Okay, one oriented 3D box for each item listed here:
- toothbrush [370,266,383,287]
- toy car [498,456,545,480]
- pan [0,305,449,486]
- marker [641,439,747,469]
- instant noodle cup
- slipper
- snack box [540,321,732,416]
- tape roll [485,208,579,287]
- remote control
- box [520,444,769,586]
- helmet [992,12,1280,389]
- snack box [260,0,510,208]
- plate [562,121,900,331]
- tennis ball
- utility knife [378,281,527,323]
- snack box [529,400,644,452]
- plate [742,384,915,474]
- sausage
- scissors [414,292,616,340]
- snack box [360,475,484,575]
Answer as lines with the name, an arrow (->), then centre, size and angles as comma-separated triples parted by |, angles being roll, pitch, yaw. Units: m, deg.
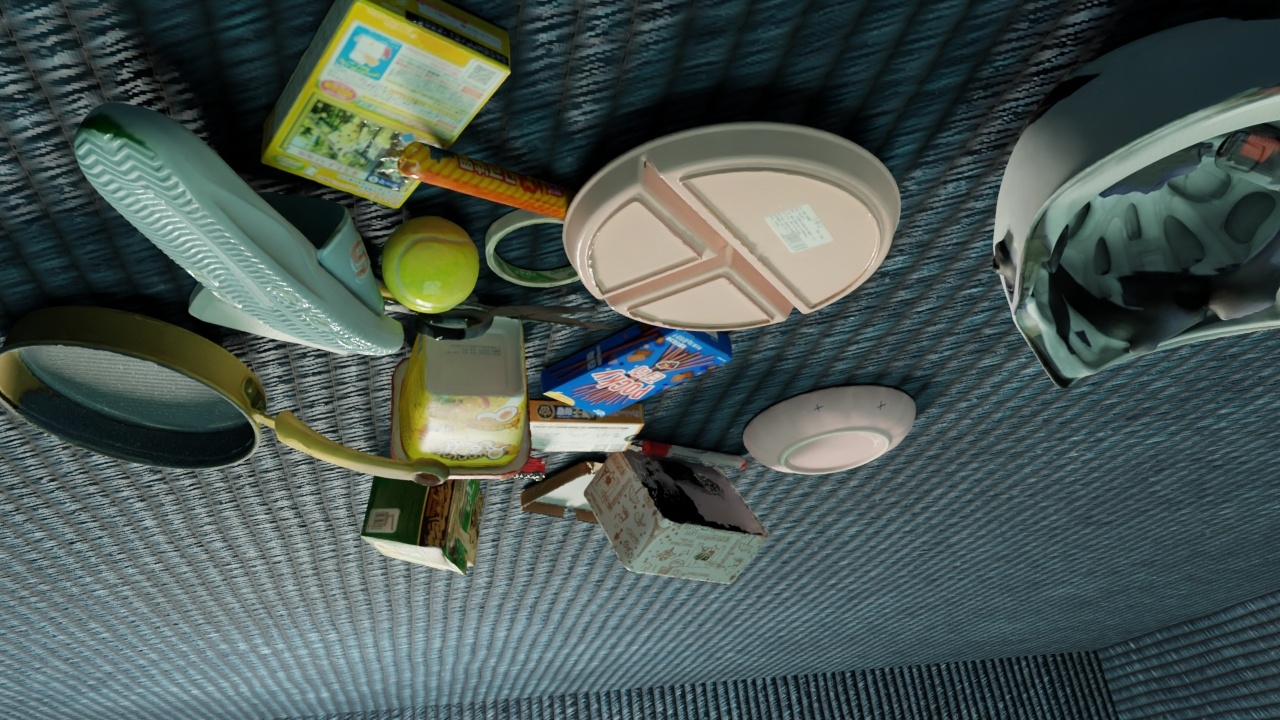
toothbrush -> -0.249, -0.091, 0.610 | 0.014, 0.016, 0.189 | -36, 139, 24
toy car -> -0.142, 0.109, 0.969 | 0.049, 0.031, 0.106 | 7, 174, -33
pan -> -0.321, 0.047, 0.715 | 0.357, 0.078, 0.198 | 4, 148, 1
marker -> 0.064, 0.109, 1.050 | 0.145, 0.017, 0.017 | 13, 146, -33
instant noodle cup -> -0.140, 0.024, 0.739 | 0.116, 0.116, 0.124 | 2, 149, -16
slipper -> -0.227, -0.077, 0.556 | 0.104, 0.074, 0.245 | 10, 158, 21
snack box -> -0.005, 0.005, 0.827 | 0.157, 0.026, 0.084 | -25, 148, 31
tape roll -> -0.069, -0.081, 0.664 | 0.086, 0.013, 0.086 | -6, 152, -3
remote control -> -0.273, -0.033, 0.697 | 0.124, 0.024, 0.049 | 16, 145, -38
box -> 0.002, 0.168, 1.071 | 0.179, 0.136, 0.270 | 18, 173, -40
helmet -> 0.324, -0.110, 0.562 | 0.229, 0.145, 0.258 | -19, 142, 18
snack box -> -0.144, -0.144, 0.509 | 0.086, 0.033, 0.141 | 15, 144, -35
plate -> 0.062, -0.077, 0.626 | 0.229, 0.028, 0.230 | -2, 153, -1
tennis ball -> -0.142, -0.065, 0.622 | 0.065, 0.065, 0.066 | -6, 152, -3
utility knife -> -0.184, -0.047, 0.699 | 0.223, 0.015, 0.033 | 11, 149, -32
snack box -> -0.079, 0.067, 0.929 | 0.153, 0.026, 0.075 | 2, 151, -16
plate -> 0.212, 0.086, 1.018 | 0.192, 0.039, 0.193 | -6, 152, -3
sausage -> -0.087, -0.108, 0.561 | 0.022, 0.021, 0.165 | -25, 165, 30
scissors -> -0.101, -0.034, 0.690 | 0.164, 0.164, 0.014 | 22, 113, 3
snack box -> -0.239, 0.169, 1.005 | 0.105, 0.118, 0.118 | 1, 153, 5
